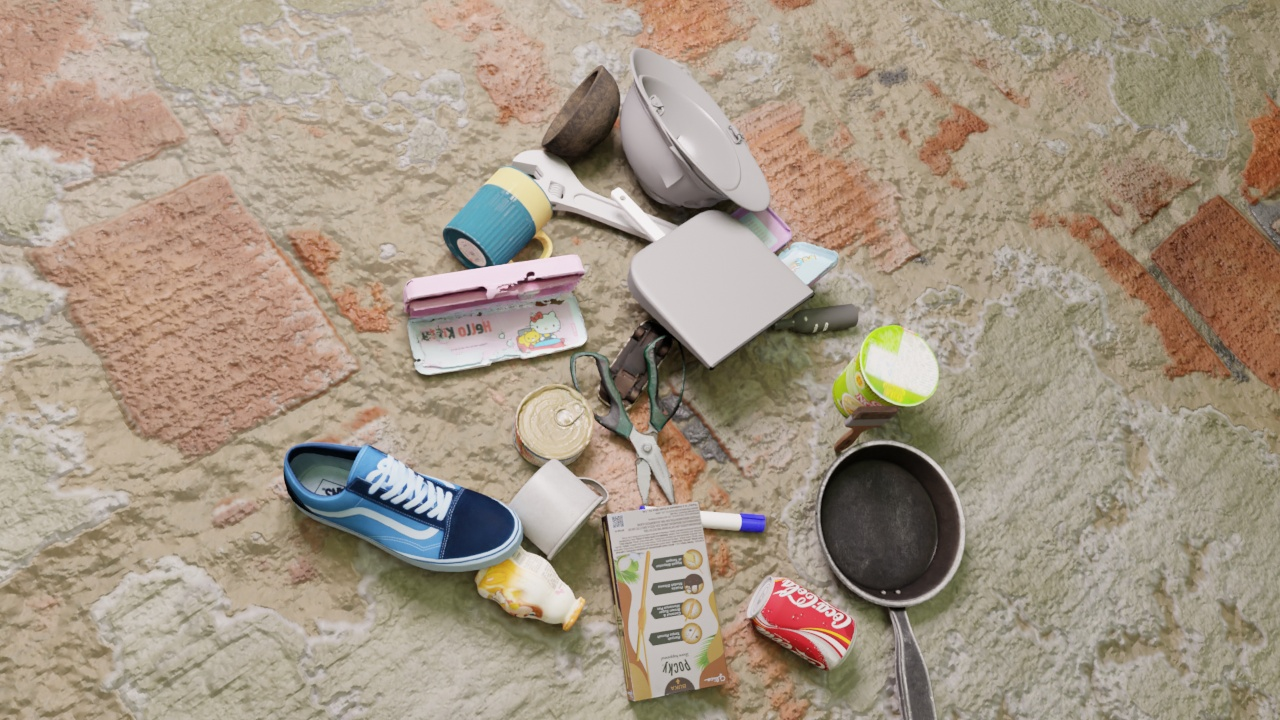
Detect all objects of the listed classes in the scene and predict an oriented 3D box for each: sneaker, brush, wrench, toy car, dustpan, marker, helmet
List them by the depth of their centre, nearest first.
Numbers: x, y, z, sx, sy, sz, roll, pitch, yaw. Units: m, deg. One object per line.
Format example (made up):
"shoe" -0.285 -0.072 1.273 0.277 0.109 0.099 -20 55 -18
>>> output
"sneaker" -0.233 0.135 0.882 0.241 0.098 0.083 15 56 5
"marker" 0.069 0.175 1.017 0.141 0.020 0.020 7 66 -12
"brush" 0.245 0.079 1.035 0.045 0.143 0.008 -1 67 -6
"toy car" -0.006 0.006 1.060 0.048 0.040 0.112 35 82 0
"dustpan" 0.053 -0.118 1.060 0.162 0.033 0.257 -35 72 -24
"helmet" 0.041 -0.254 1.138 0.183 0.118 0.271 2 53 -49
"wrench" -0.031 -0.189 1.140 0.273 0.018 0.086 19 52 -10

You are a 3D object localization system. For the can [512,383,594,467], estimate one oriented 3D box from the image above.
"can" -0.096 0.072 1.004 0.086 0.043 0.086 5 67 -13

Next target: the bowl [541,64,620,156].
"bowl" -0.063 -0.297 1.130 0.056 0.121 0.121 35 62 -20

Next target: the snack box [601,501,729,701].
"snack box" 0.024 0.248 0.957 0.101 0.032 0.185 -5 76 -15

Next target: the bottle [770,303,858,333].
"bottle" 0.215 -0.050 1.144 0.113 0.030 0.030 -8 70 -18

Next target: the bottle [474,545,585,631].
"bottle" -0.110 0.230 0.924 0.109 0.063 0.063 32 64 0

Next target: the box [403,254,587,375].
"box" -0.156 -0.047 1.021 0.201 0.087 0.102 -11 84 -19

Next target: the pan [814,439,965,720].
"pan" 0.286 0.265 1.021 0.187 0.055 0.356 2 75 -14

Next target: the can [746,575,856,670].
"can" 0.171 0.278 0.977 0.105 0.064 0.064 31 64 -1

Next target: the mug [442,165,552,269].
"mug" -0.155 -0.148 1.065 0.113 0.083 0.107 49 62 -23

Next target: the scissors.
"scissors" 0.019 0.062 1.029 0.146 0.015 0.209 -27 87 -9

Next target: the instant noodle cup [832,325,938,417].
"instant noodle cup" 0.282 0.025 1.087 0.099 0.108 0.098 5 66 -13

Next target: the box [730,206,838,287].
"box" 0.118 -0.099 1.091 0.213 0.049 0.150 -38 61 -25

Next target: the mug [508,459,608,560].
"mug" -0.083 0.148 0.962 0.070 0.085 0.112 41 35 7
